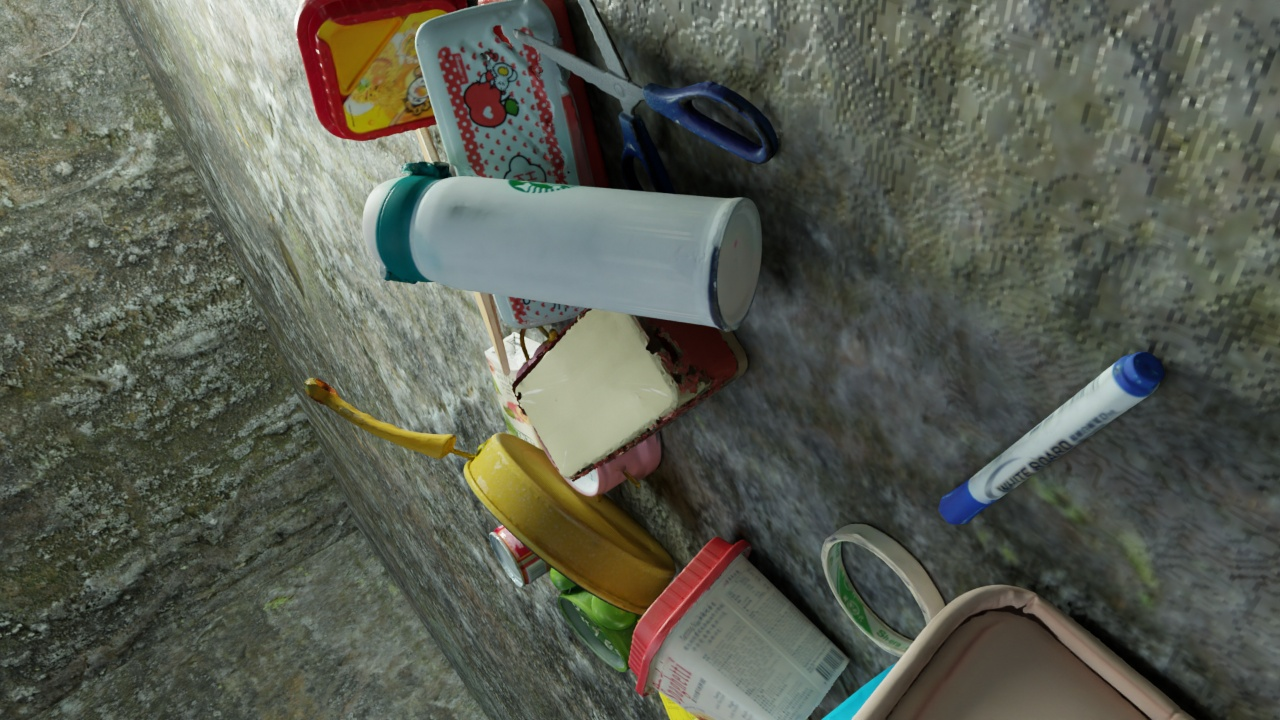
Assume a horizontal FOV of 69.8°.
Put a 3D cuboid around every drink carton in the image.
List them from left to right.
[{"bbox_3d":[-0.100,0.037,0.851,0.053,0.045,0.123,23,139,38],"label":"drink carton"}]

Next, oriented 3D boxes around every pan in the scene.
[{"bbox_3d":[-0.130,0.099,0.774,0.357,0.078,0.197,37,180,8],"label":"pan"}]

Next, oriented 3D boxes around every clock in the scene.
[{"bbox_3d":[-0.050,0.036,0.738,0.158,0.059,0.117,60,155,3],"label":"clock"},{"bbox_3d":[-0.034,0.246,0.919,0.116,0.056,0.161,25,145,41],"label":"clock"}]

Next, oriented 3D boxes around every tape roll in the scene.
[{"bbox_3d":[0.141,0.135,0.535,0.086,0.013,0.086,44,151,32],"label":"tape roll"}]

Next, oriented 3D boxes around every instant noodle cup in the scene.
[{"bbox_3d":[-0.191,-0.239,0.659,0.123,0.116,0.116,58,158,34],"label":"instant noodle cup"},{"bbox_3d":[0.070,0.210,0.650,0.124,0.116,0.117,36,148,22],"label":"instant noodle cup"}]

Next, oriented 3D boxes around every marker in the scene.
[{"bbox_3d":[0.164,0.037,0.380,0.017,0.016,0.146,52,154,18],"label":"marker"}]

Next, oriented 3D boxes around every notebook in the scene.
[{"bbox_3d":[-0.149,-0.108,0.745,0.150,0.012,0.211,88,159,-59],"label":"notebook"}]

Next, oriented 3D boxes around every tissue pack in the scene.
[{"bbox_3d":[0.133,0.245,0.525,0.090,0.140,0.063,62,165,-17],"label":"tissue pack"}]

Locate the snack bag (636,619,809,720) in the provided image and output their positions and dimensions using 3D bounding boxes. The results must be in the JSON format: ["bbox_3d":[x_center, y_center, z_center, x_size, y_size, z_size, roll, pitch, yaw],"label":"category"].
[{"bbox_3d":[0.087,0.321,0.781,0.246,0.068,0.158,58,155,7],"label":"snack bag"}]

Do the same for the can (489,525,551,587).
[{"bbox_3d":[-0.102,0.184,0.957,0.066,0.093,0.067,45,152,31],"label":"can"}]

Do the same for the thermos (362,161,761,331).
[{"bbox_3d":[-0.050,-0.067,0.501,0.224,0.073,0.073,10,131,24],"label":"thermos"}]

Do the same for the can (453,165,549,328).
[{"bbox_3d":[-0.092,-0.099,0.672,0.058,0.058,0.147,31,142,48],"label":"can"}]

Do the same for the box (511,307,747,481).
[{"bbox_3d":[-0.018,0.016,0.592,0.091,0.077,0.169,58,143,6],"label":"box"}]

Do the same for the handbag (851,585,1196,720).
[{"bbox_3d":[0.140,0.222,0.365,0.193,0.233,0.093,40,147,38],"label":"handbag"}]

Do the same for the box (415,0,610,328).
[{"bbox_3d":[-0.075,-0.118,0.570,0.095,0.098,0.202,28,140,49],"label":"box"}]

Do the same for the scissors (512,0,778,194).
[{"bbox_3d":[-0.002,-0.131,0.480,0.174,0.012,0.162,31,155,24],"label":"scissors"}]
